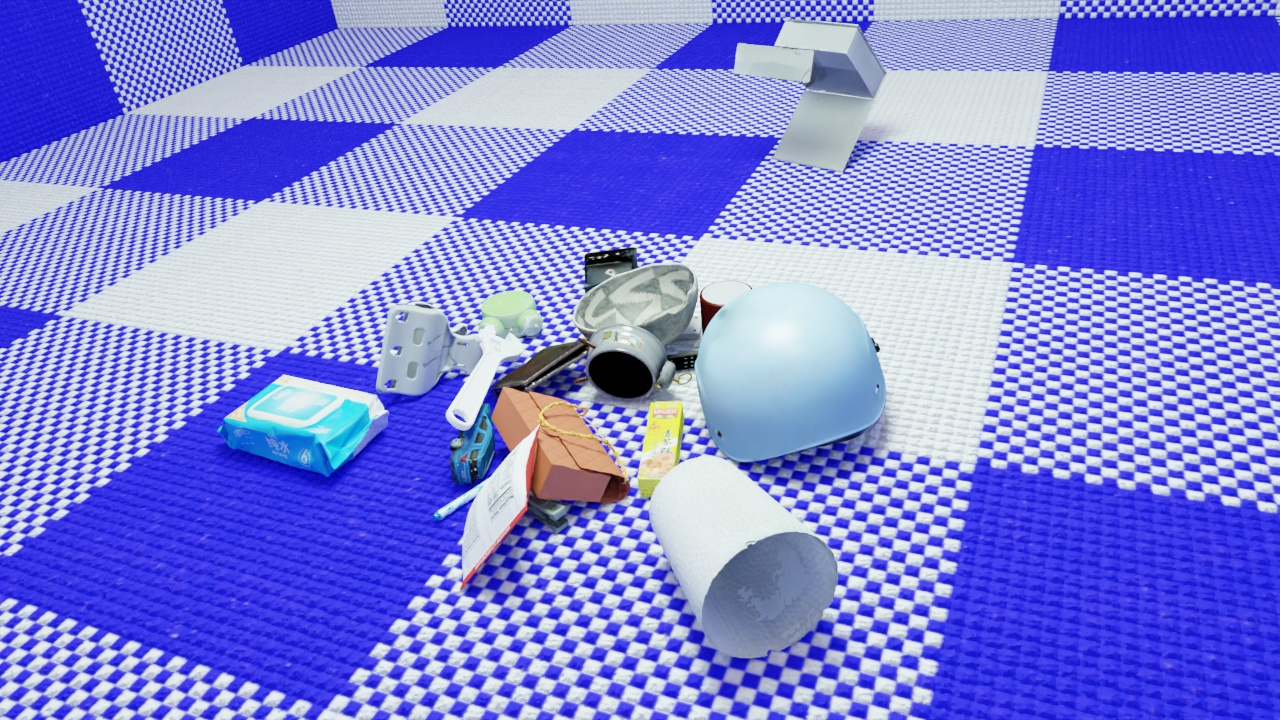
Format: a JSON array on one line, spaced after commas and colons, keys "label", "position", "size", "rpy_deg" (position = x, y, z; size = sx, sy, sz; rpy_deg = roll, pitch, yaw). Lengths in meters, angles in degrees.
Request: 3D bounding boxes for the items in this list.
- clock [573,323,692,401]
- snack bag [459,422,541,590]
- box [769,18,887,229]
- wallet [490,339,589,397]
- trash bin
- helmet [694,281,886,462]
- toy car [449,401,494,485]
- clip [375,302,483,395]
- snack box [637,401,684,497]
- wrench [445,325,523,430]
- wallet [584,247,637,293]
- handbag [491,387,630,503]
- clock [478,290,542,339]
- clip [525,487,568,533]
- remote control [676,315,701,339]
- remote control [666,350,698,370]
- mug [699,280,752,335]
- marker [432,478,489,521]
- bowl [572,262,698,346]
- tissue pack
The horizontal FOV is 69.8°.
[{"label": "clock", "position": [-0.007, 0.007, 1.169], "size": [0.148, 0.104, 0.056], "rpy_deg": [14, 45, 5]}, {"label": "snack bag", "position": [-0.147, 0.148, 0.961], "size": [0.039, 0.131, 0.143], "rpy_deg": [31, 28, -17]}, {"label": "box", "position": [0.348, -0.458, 1.790], "size": [0.167, 0.381, 0.171], "rpy_deg": [22, 26, 38]}, {"label": "wallet", "position": [-0.130, 0.012, 1.212], "size": [0.119, 0.031, 0.100], "rpy_deg": [-35, 14, -33]}, {"label": "trash bin", "position": [0.085, 0.173, 0.861], "size": [0.133, 0.133, 0.161], "rpy_deg": [-17, 29, -15]}, {"label": "helmet", "position": [0.171, -0.006, 1.092], "size": [0.225, 0.167, 0.265], "rpy_deg": [-14, 22, 6]}, {"label": "toy car", "position": [-0.198, 0.099, 1.101], "size": [0.043, 0.056, 0.120], "rpy_deg": [2, 36, 3]}, {"label": "clip", "position": [-0.287, -0.016, 1.246], "size": [0.143, 0.125, 0.075], "rpy_deg": [-3, 26, -45]}, {"label": "snack box", "position": [0.025, 0.102, 1.071], "size": [0.040, 0.029, 0.147], "rpy_deg": [-1, 33, 8]}, {"label": "wrench", "position": [-0.199, 0.018, 1.159], "size": [0.066, 0.018, 0.272], "rpy_deg": [34, 22, -10]}, {"label": "wallet", "position": [-0.047, -0.142, 1.472], "size": [0.089, 0.026, 0.114], "rpy_deg": [-7, 32, 2]}, {"label": "handbag", "position": [-0.089, 0.092, 1.059], "size": [0.108, 0.060, 0.172], "rpy_deg": [13, 20, -33]}, {"label": "clock", "position": [-0.195, -0.064, 1.364], "size": [0.094, 0.043, 0.119], "rpy_deg": [-12, 33, -6]}, {"label": "clip", "position": [-0.110, 0.160, 1.007], "size": [0.023, 0.045, 0.076], "rpy_deg": [-30, 37, -35]}, {"label": "remote control", "position": [0.020, -0.046, 1.321], "size": [0.136, 0.011, 0.050], "rpy_deg": [-1, 33, 9]}, {"label": "remote control", "position": [0.058, 0.001, 1.222], "size": [0.140, 0.030, 0.009], "rpy_deg": [-9, 51, -3]}, {"label": "mug", "position": [0.134, -0.054, 1.243], "size": [0.106, 0.083, 0.073], "rpy_deg": [11, 37, 27]}, {"label": "marker", "position": [-0.180, 0.145, 1.060], "size": [0.013, 0.013, 0.141], "rpy_deg": [24, 43, 39]}, {"label": "bowl", "position": [0.002, -0.058, 1.256], "size": [0.178, 0.081, 0.178], "rpy_deg": [-14, 29, 8]}, {"label": "tissue pack", "position": [-0.431, 0.079, 1.167], "size": [0.210, 0.066, 0.116], "rpy_deg": [9, 35, 27]}]
